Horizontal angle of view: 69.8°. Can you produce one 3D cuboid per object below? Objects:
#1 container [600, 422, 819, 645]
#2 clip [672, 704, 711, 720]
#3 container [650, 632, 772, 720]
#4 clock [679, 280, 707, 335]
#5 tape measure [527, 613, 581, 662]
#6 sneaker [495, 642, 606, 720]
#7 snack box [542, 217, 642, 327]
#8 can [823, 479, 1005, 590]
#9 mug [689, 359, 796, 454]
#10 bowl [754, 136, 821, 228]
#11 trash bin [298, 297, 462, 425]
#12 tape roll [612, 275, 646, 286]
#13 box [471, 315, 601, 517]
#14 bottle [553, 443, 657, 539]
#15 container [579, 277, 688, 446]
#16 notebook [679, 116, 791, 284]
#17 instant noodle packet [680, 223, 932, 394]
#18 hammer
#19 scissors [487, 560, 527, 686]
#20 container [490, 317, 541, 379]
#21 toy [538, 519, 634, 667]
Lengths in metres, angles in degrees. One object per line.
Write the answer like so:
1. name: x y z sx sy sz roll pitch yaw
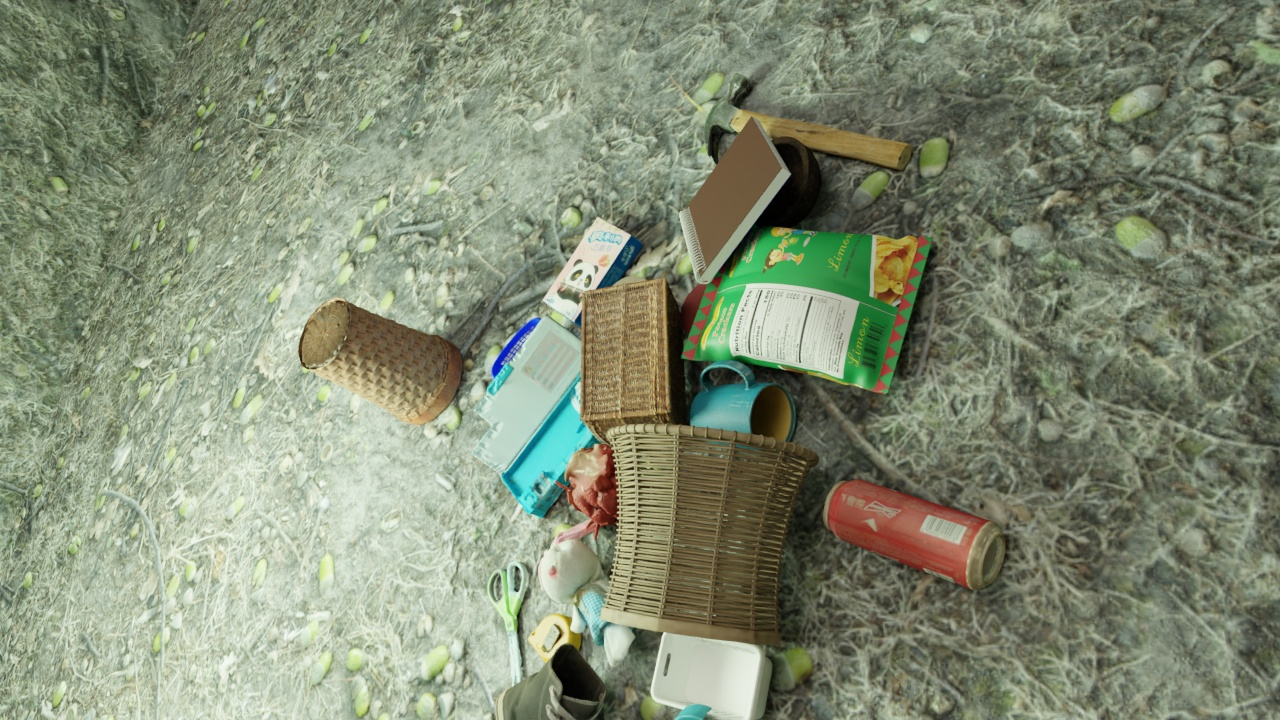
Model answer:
1. container: 0.065 0.185 0.967 0.227 0.226 0.196 -2 74 38
2. clip: 0.032 0.385 0.964 0.127 0.028 0.113 -26 95 40
3. container: 0.081 0.339 0.982 0.129 0.049 0.080 -1 68 39
4. clock: 0.105 -0.061 1.170 0.125 0.044 0.087 -19 58 31
5. tape measure: -0.103 0.347 1.143 0.068 0.030 0.059 37 95 43
6. sneaker: -0.083 0.444 1.031 0.120 0.095 0.234 -49 37 21
7. snack box: -0.071 -0.130 1.357 0.088 0.033 0.154 35 92 43
8. can: 0.267 0.168 0.906 0.170 0.067 0.067 15 78 42
9. mug: 0.110 0.052 1.070 0.104 0.112 0.084 0 26 47
10. bowl: 0.187 -0.218 1.171 0.121 0.056 0.121 -22 62 47
11. trash bin: -0.407 -0.002 1.444 0.152 0.210 0.151 -18 59 31
12. tape roll: -0.013 -0.070 1.281 0.094 0.030 0.093 -18 58 32
13. box: -0.127 0.078 1.270 0.181 0.074 0.227 40 96 19
14. bottle: -0.043 0.160 1.128 0.099 0.111 0.098 -20 51 26
15. container: -0.007 0.007 1.153 0.113 0.114 0.198 -6 65 12
16. notebook: 0.113 -0.207 1.168 0.172 0.022 0.208 -53 21 24
17. instant noodle packet: 0.189 -0.071 1.069 0.253 0.090 0.195 10 70 30
18. hammer: 0.211 -0.298 1.216 0.331 0.033 0.132 28 85 43
19. scissors: -0.172 0.352 1.210 0.072 0.033 0.175 -25 51 23
20. container: -0.152 0.007 1.336 0.114 0.058 0.096 -49 47 9
21. toy: -0.073 0.280 1.104 0.131 0.105 0.205 -48 45 13
